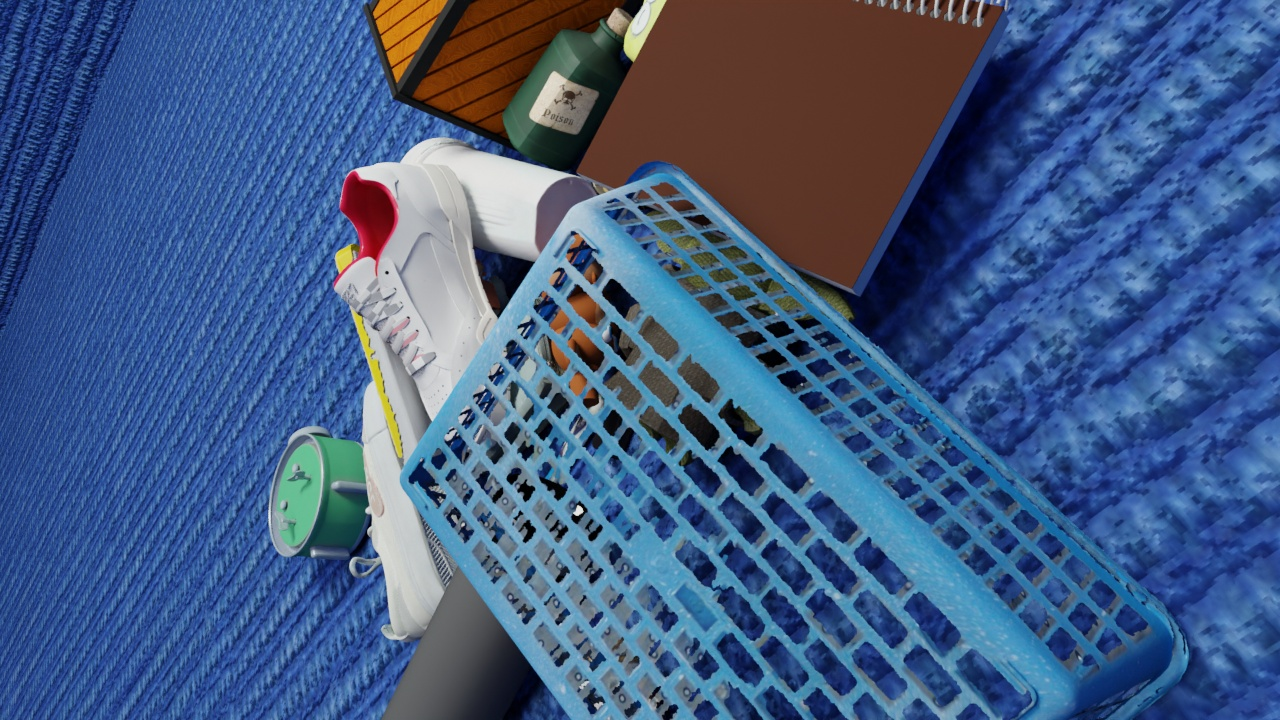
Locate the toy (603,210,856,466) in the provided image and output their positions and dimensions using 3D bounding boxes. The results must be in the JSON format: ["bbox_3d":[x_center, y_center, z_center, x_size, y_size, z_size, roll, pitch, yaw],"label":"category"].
[{"bbox_3d":[0.041,-0.011,0.570,0.179,0.078,0.153,35,101,44],"label":"toy"}]

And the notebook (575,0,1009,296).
[{"bbox_3d":[0.077,-0.152,0.531,0.209,0.022,0.171,30,93,35],"label":"notebook"}]

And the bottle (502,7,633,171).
[{"bbox_3d":[-0.050,-0.223,0.738,0.131,0.061,0.061,-47,47,28],"label":"bottle"}]

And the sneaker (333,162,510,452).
[{"bbox_3d":[-0.177,-0.041,0.697,0.091,0.104,0.236,-24,76,47],"label":"sneaker"}]

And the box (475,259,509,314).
[{"bbox_3d":[-0.192,-0.074,0.846,0.187,0.082,0.042,8,73,50],"label":"box"}]

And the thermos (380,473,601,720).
[{"bbox_3d":[-0.116,0.206,0.676,0.082,0.082,0.241,42,110,44],"label":"thermos"}]

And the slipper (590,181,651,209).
[{"bbox_3d":[0.047,-0.154,0.605,0.268,0.075,0.113,1,81,47],"label":"slipper"}]

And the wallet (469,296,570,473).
[{"bbox_3d":[-0.097,0.019,0.731,0.132,0.054,0.100,-44,43,33],"label":"wallet"}]

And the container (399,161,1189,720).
[{"bbox_3d":[0.031,0.095,0.464,0.362,0.089,0.258,46,114,23],"label":"container"}]

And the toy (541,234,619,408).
[{"bbox_3d":[-0.038,-0.030,0.661,0.065,0.095,0.127,-13,67,11],"label":"toy"}]

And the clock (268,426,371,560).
[{"bbox_3d":[-0.338,0.131,0.940,0.162,0.075,0.122,28,100,48],"label":"clock"}]

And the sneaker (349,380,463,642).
[{"bbox_3d":[-0.211,0.124,0.792,0.091,0.089,0.242,-34,59,18],"label":"sneaker"}]

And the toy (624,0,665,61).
[{"bbox_3d":[0.039,-0.244,0.663,0.115,0.046,0.092,32,101,38],"label":"toy"}]

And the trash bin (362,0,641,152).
[{"bbox_3d":[-0.119,-0.302,0.776,0.172,0.139,0.139,-47,49,28],"label":"trash bin"}]

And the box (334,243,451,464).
[{"bbox_3d":[-0.193,0.009,0.768,0.036,0.130,0.209,-23,75,1],"label":"box"}]

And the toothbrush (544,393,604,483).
[{"bbox_3d":[-0.077,0.098,0.712,0.189,0.017,0.016,-56,38,21],"label":"toothbrush"}]

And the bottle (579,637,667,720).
[{"bbox_3d":[-0.011,0.230,0.576,0.056,0.056,0.105,-49,49,26],"label":"bottle"}]

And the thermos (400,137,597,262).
[{"bbox_3d":[-0.131,-0.134,0.778,0.221,0.099,0.099,21,95,44],"label":"thermos"}]

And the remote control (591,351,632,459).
[{"bbox_3d":[-0.004,0.004,0.661,0.032,0.015,0.136,29,101,47],"label":"remote control"}]
